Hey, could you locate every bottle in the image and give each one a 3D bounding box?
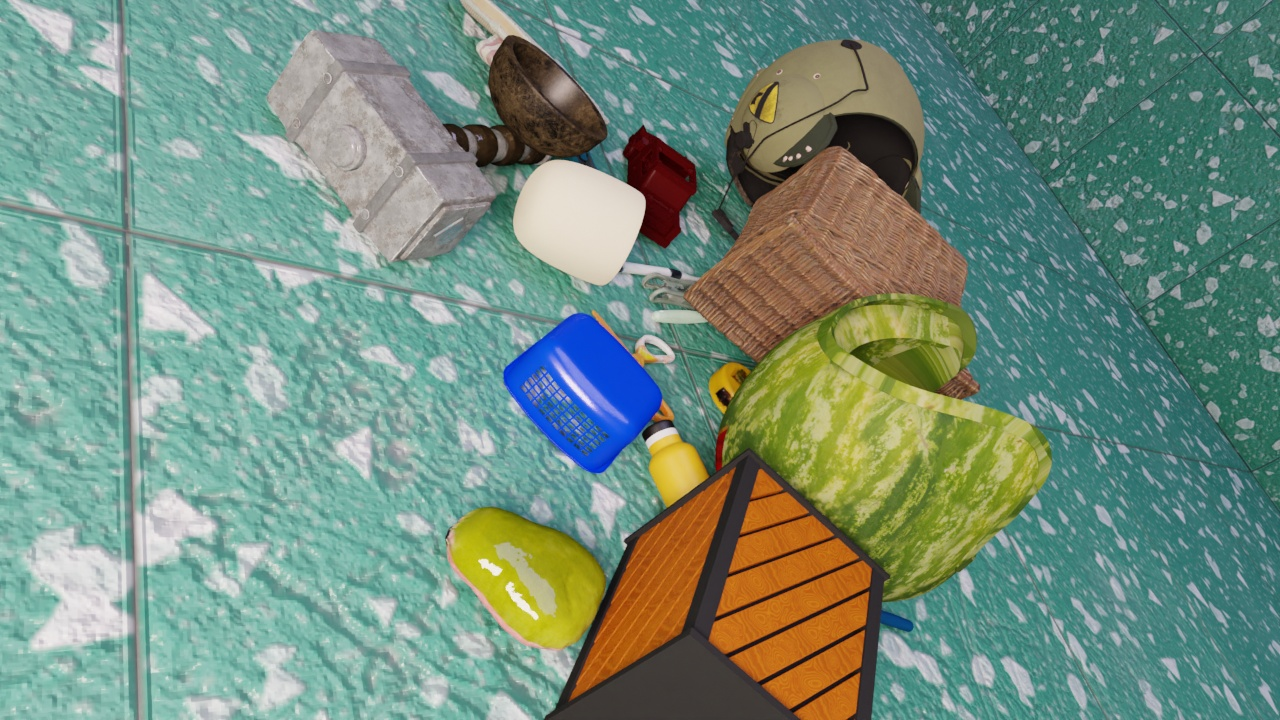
[{"bbox_3d":[0.043,0.116,0.748,0.043,0.043,0.143,0,56,-48],"label":"bottle"}]

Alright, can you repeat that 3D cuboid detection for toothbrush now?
[{"bbox_3d":[0.194,0.225,0.835,0.167,0.014,0.014,24,36,-31],"label":"toothbrush"},{"bbox_3d":[0.065,-0.044,0.959,0.154,0.015,0.022,0,26,-47],"label":"toothbrush"},{"bbox_3d":[0.028,-0.095,0.968,0.186,0.017,0.012,2,28,-47],"label":"toothbrush"}]

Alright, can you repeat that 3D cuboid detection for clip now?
[{"bbox_3d":[0.033,-0.072,0.945,0.076,0.023,0.044,6,50,-48],"label":"clip"}]

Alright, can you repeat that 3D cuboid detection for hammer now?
[{"bbox_3d":[-0.153,-0.191,0.820,0.177,0.080,0.325,52,28,6],"label":"hammer"}]

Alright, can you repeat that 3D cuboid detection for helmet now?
[{"bbox_3d":[0.183,0.084,0.761,0.243,0.248,0.212,5,35,-9],"label":"helmet"},{"bbox_3d":[0.208,-0.251,1.090,0.250,0.256,0.232,24,44,-33],"label":"helmet"}]

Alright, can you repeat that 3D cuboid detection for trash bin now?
[{"bbox_3d":[0.058,0.187,0.606,0.139,0.140,0.171,42,34,-9],"label":"trash bin"}]

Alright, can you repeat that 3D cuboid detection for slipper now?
[{"bbox_3d":[-0.127,-0.315,0.962,0.263,0.052,0.115,51,14,30],"label":"slipper"}]

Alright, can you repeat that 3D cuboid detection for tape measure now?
[{"bbox_3d":[0.098,0.030,0.908,0.059,0.030,0.068,48,33,-4],"label":"tape measure"}]

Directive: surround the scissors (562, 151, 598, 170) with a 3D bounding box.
[{"bbox_3d":[-0.061,-0.210,0.983,0.133,0.019,0.145,37,34,-15],"label":"scissors"}]

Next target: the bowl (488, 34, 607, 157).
[{"bbox_3d":[-0.092,-0.225,0.822,0.121,0.056,0.121,40,24,-23],"label":"bowl"}]

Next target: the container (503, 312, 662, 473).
[{"bbox_3d":[-0.041,0.021,0.735,0.114,0.058,0.096,47,34,-2],"label":"container"}]

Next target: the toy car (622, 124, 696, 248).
[{"bbox_3d":[0.020,-0.206,1.029,0.070,0.062,0.169,30,38,-25],"label":"toy car"}]

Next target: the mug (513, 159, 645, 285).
[{"bbox_3d":[-0.066,-0.132,0.840,0.099,0.096,0.120,23,3,-20],"label":"mug"}]

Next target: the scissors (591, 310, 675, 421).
[{"bbox_3d":[-0.004,0.002,0.839,0.125,0.011,0.130,53,32,5],"label":"scissors"}]

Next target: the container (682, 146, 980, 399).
[{"bbox_3d":[0.203,-0.078,0.913,0.250,0.163,0.182,38,53,-15],"label":"container"}]

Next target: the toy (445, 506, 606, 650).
[{"bbox_3d":[-0.074,0.135,0.593,0.110,0.051,0.089,41,32,-6],"label":"toy"}]
